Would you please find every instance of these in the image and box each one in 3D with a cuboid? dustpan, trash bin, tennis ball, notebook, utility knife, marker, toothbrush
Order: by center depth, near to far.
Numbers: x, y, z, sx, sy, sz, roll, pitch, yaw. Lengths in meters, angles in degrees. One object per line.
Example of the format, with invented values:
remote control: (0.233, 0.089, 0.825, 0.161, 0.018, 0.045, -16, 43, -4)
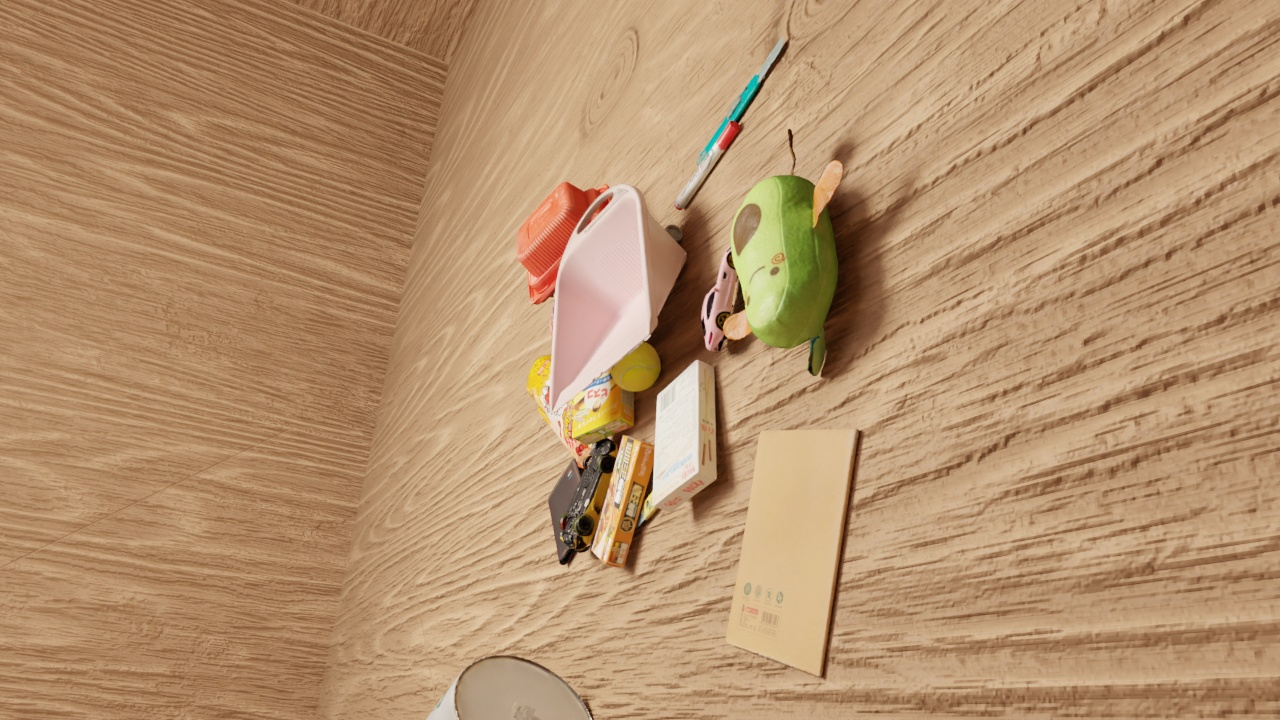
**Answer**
notebook: (0.134, 0.164, 0.831, 0.148, 0.008, 0.207, -11, 66, 64)
utility knife: (0.036, 0.142, 1.061, 0.030, 0.018, 0.165, -91, 24, -46)
trash bin: (-0.190, 0.506, 1.088, 0.252, 0.229, 0.229, -60, 27, 19)
utility knife: (0.122, -0.318, 1.151, 0.206, 0.013, 0.029, -53, 32, 40)
tennis ball: (-0.007, 0.007, 1.168, 0.066, 0.065, 0.065, -45, 37, 48)
dustpan: (-0.059, -0.095, 1.177, 0.223, 0.139, 0.272, -39, 14, 39)
marker: (0.084, -0.250, 1.188, 0.146, 0.017, 0.017, -52, 32, 40)
toothbrush: (-0.007, -0.130, 1.301, 0.222, 0.026, 0.026, -37, 64, 54)

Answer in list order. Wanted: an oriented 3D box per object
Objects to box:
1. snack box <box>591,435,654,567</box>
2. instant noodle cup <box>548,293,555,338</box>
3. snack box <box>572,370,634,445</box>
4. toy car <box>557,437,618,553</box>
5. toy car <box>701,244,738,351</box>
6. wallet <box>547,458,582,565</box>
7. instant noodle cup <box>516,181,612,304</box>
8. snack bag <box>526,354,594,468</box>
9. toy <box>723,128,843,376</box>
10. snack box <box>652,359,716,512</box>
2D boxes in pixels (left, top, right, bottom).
snack box: (-0.021, 0.173, 1.135, 0.075, 0.026, 0.153, -173, 99, -73)
instant noodle cup: (-0.083, -0.061, 1.338, 0.099, 0.111, 0.111, 135, 144, -63)
snack box: (-0.049, 0.038, 1.248, 0.087, 0.033, 0.140, -25, 50, 33)
toy car: (-0.063, 0.177, 1.215, 0.071, 0.041, 0.155, -13, 55, 64)
toy car: (0.090, -0.070, 1.019, 0.056, 0.037, 0.122, 98, -177, -77)
wallet: (-0.100, 0.214, 1.305, 0.097, 0.020, 0.122, -61, 29, 28)
instant noodle cup: (-0.121, -0.187, 1.366, 0.189, 0.079, 0.164, -45, 27, 16)
snack bag: (-0.101, 0.063, 1.362, 0.208, 0.073, 0.129, 37, 109, 57)
toy: (0.137, -0.105, 0.893, 0.246, 0.090, 0.228, -92, 20, -44)
snack box: (0.049, 0.082, 1.022, 0.085, 0.027, 0.156, -44, 32, 41)
